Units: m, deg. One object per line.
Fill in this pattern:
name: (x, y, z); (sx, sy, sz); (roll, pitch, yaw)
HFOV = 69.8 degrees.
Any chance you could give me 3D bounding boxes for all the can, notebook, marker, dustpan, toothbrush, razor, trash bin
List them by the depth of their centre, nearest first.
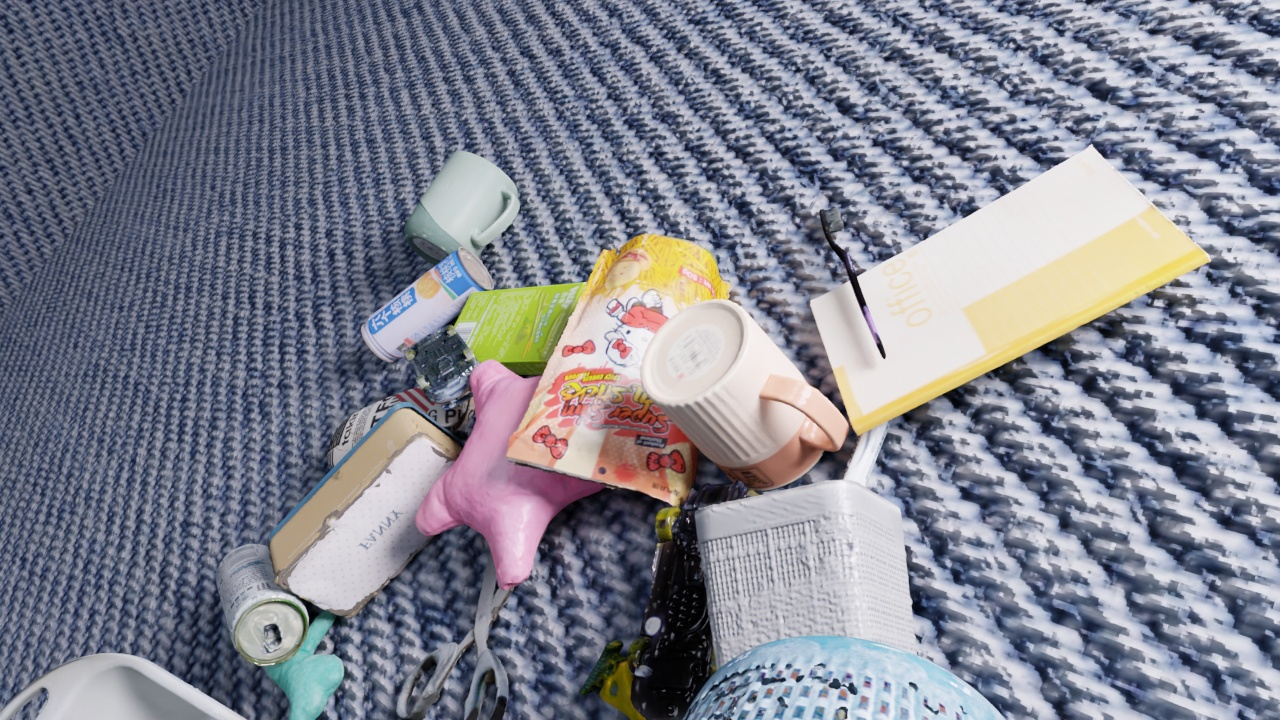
trash bin: (0.066, 0.216, 0.324); (0.227, 0.226, 0.194); (-20, 15, 27)
razor: (0.000, 0.223, 0.523); (0.043, 0.028, 0.132); (-60, 32, 19)
marker: (0.130, 0.069, 0.552); (0.017, 0.017, 0.145); (7, 62, 44)
notebook: (0.209, -0.046, 0.566); (0.207, 0.010, 0.145); (-29, 31, 18)
toothbrush: (0.147, -0.059, 0.629); (0.017, 0.014, 0.188); (-17, 36, 10)
dustpan: (-0.391, 0.343, 0.676); (0.258, 0.142, 0.222); (10, 64, 47)
can: (-0.321, 0.203, 0.774); (0.058, 0.058, 0.147); (-55, 28, -12)
can: (-0.216, -0.055, 0.928); (0.135, 0.053, 0.053); (-35, 41, 12)

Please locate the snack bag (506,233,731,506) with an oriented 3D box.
snack bag: (-0.004, 0.004, 0.668); (0.128, 0.073, 0.207); (17, 54, 2)

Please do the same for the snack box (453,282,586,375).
snack box: (-0.115, -0.027, 0.838); (0.157, 0.026, 0.085); (-2, 56, 41)

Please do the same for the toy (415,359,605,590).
toy: (-0.078, 0.077, 0.683); (0.179, 0.074, 0.194); (-1, 56, 25)

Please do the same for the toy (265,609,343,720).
toy: (-0.269, 0.245, 0.739); (0.092, 0.030, 0.096); (12, 59, 44)

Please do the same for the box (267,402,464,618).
box: (-0.214, 0.119, 0.753); (0.184, 0.090, 0.060); (-46, 38, -4)

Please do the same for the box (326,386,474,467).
box: (-0.223, 0.059, 0.838); (0.165, 0.055, 0.070); (-23, 26, 22)

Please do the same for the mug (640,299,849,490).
mug: (0.070, 0.025, 0.570); (0.115, 0.106, 0.081); (14, 67, 47)

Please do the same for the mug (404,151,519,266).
mug: (-0.180, -0.151, 0.961); (0.112, 0.082, 0.106); (15, 66, 33)

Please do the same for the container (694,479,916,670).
container: (0.088, 0.132, 0.466); (0.090, 0.090, 0.114); (-18, 62, 29)

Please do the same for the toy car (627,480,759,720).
toy car: (0.036, 0.142, 0.549); (0.070, 0.042, 0.157); (-10, 47, 35)

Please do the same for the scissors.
scissors: (-0.116, 0.194, 0.665); (0.159, 0.014, 0.177); (-36, 38, 8)

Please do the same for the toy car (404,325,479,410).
toy car: (-0.173, 0.005, 0.809); (0.054, 0.037, 0.120); (-33, 31, -10)
